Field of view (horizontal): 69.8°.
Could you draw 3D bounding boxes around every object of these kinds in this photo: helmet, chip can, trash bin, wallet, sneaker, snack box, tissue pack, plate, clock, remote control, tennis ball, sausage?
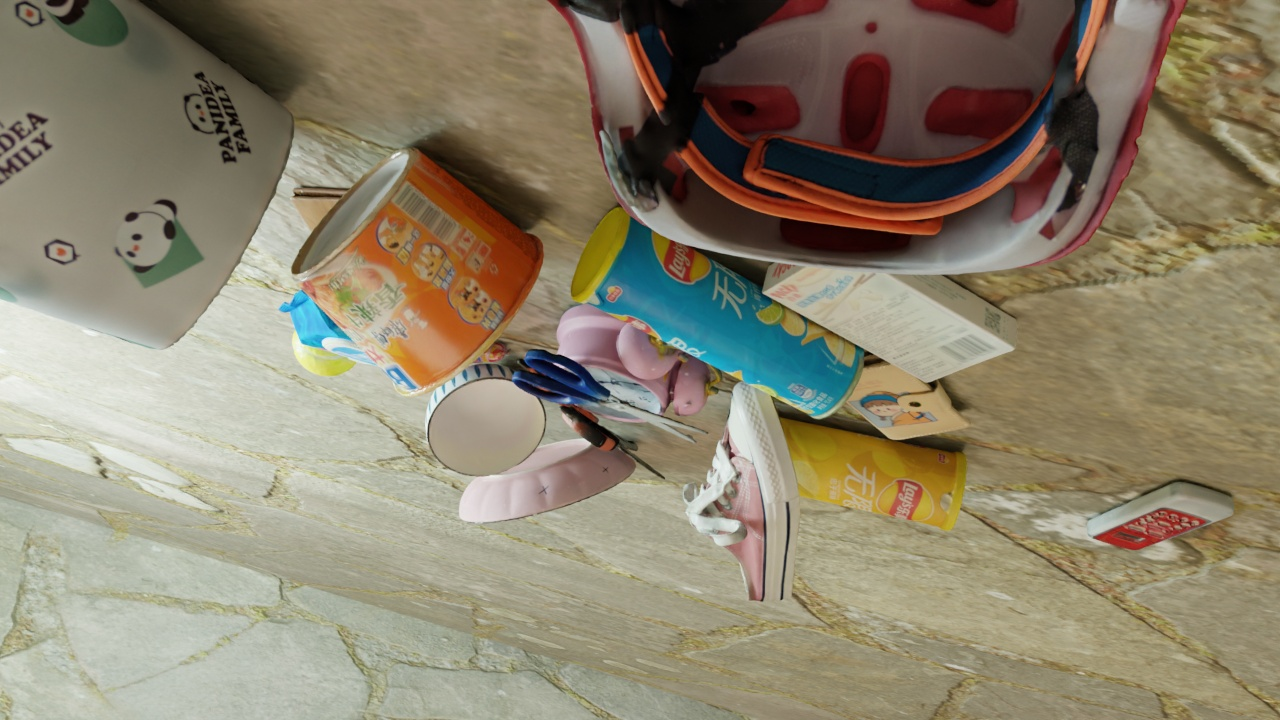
[{"bbox_3d":[0.080,-0.155,0.337,0.207,0.143,0.240,5,137,19],"label":"helmet"},{"bbox_3d":[0.179,0.096,0.833,0.213,0.072,0.072,11,153,11],"label":"chip can"},{"bbox_3d":[-0.365,-0.138,0.534,0.251,0.229,0.230,31,150,-36],"label":"trash bin"},{"bbox_3d":[-0.214,-0.095,0.742,0.101,0.020,0.115,6,149,19],"label":"wallet"},{"bbox_3d":[0.082,0.120,0.774,0.088,0.118,0.241,-8,128,-1],"label":"sneaker"},{"bbox_3d":[0.171,-0.037,0.632,0.156,0.026,0.085,26,152,-19],"label":"snack box"},{"bbox_3d":[0.057,-0.030,0.657,0.210,0.071,0.071,26,152,-19],"label":"chip can"},{"bbox_3d":[-0.240,-0.026,0.822,0.157,0.052,0.095,21,161,-33],"label":"tissue pack"},{"bbox_3d":[0.207,0.029,0.744,0.087,0.024,0.115,-8,144,47],"label":"wallet"},{"bbox_3d":[-0.102,0.119,0.967,0.192,0.039,0.192,-15,-174,1],"label":"plate"},{"bbox_3d":[-0.005,0.004,0.769,0.159,0.059,0.117,-4,146,35],"label":"clock"},{"bbox_3d":[0.461,0.142,0.820,0.056,0.020,0.136,18,153,-2],"label":"remote control"},{"bbox_3d":[-0.301,-0.017,0.885,0.065,0.065,0.066,13,153,6],"label":"tennis ball"},{"bbox_3d":[-0.188,-0.005,0.898,0.156,0.020,0.020,-4,147,34],"label":"sausage"}]

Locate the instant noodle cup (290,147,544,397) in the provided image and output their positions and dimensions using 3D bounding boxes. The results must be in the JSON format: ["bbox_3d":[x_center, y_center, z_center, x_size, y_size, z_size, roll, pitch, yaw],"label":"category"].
[{"bbox_3d":[-0.158,-0.067,0.636,0.152,0.151,0.111,-13,133,44],"label":"instant noodle cup"}]

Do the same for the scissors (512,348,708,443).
[{"bbox_3d":[-0.025,0.030,0.750,0.170,0.012,0.144,8,153,17],"label":"scissors"}]

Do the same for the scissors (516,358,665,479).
[{"bbox_3d":[-0.041,0.066,0.893,0.224,0.015,0.189,41,180,-14],"label":"scissors"}]

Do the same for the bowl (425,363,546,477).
[{"bbox_3d":[-0.157,0.050,0.911,0.116,0.066,0.117,-9,123,-14],"label":"bowl"}]
